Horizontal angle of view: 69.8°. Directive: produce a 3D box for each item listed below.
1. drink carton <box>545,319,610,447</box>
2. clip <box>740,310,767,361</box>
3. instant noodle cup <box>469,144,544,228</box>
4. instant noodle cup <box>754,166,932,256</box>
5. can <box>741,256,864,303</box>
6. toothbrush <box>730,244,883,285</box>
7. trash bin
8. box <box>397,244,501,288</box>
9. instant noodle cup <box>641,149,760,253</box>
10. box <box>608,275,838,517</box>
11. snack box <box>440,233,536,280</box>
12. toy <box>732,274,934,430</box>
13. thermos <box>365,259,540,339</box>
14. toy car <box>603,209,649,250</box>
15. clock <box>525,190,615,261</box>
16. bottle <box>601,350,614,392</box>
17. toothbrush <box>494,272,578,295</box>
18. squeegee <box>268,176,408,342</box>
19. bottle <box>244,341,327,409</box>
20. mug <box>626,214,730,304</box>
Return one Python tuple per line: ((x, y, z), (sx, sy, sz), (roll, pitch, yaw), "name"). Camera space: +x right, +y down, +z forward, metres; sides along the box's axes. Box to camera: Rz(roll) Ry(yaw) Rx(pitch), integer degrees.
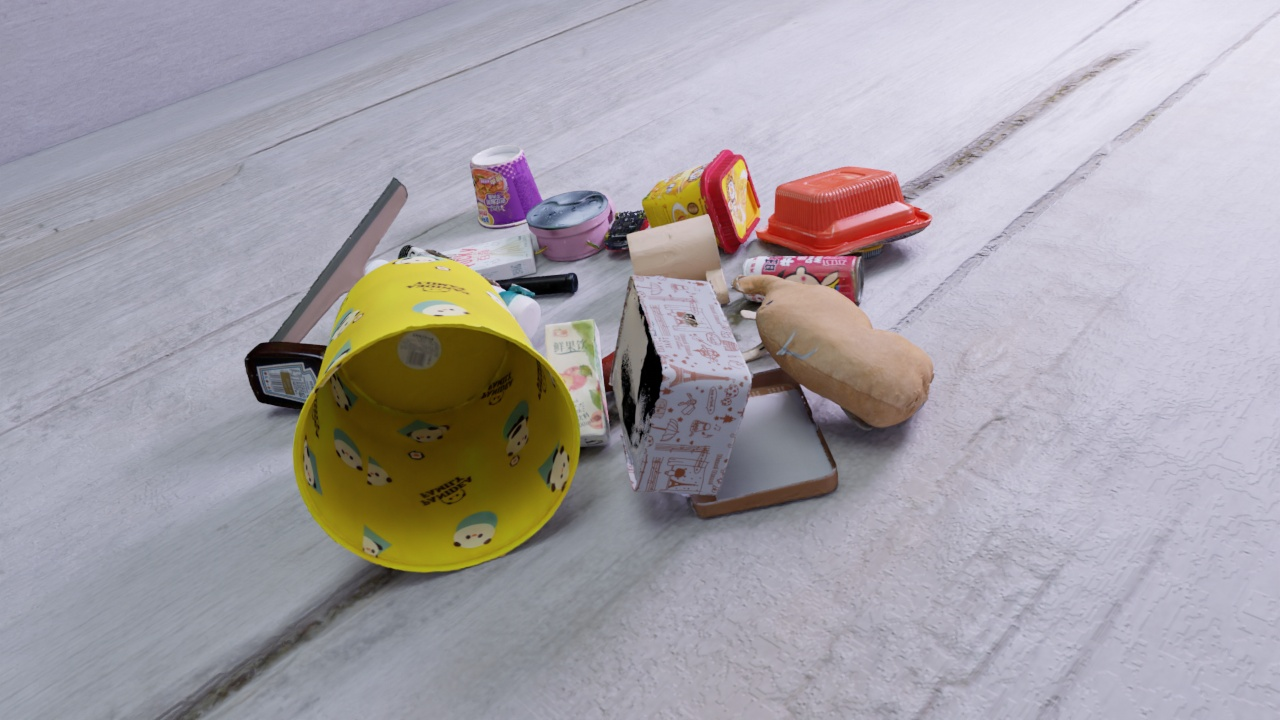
((-0.063, 0.024, 0.912), (0.053, 0.045, 0.122), (-8, 69, 5), "drink carton")
((0.153, -0.027, 0.979), (0.097, 0.062, 0.034), (-7, 33, -10), "clip")
((-0.211, -0.271, 1.414), (0.111, 0.099, 0.111), (-10, 33, 6), "instant noodle cup")
((0.244, -0.189, 1.141), (0.164, 0.079, 0.189), (-19, 21, -17), "instant noodle cup")
((0.185, -0.093, 1.051), (0.133, 0.053, 0.053), (2, 35, 21), "can")
((0.203, -0.114, 1.117), (0.191, 0.018, 0.016), (-15, 29, 0), "toothbrush")
((-0.194, 0.026, 0.852), (0.229, 0.230, 0.255), (-18, 28, -9), "trash bin")
((-0.244, -0.096, 1.189), (0.163, 0.075, 0.080), (25, 21, 29), "box")
((0.078, -0.204, 1.214), (0.124, 0.116, 0.115), (-5, 32, 32), "instant noodle cup")
((0.083, 0.035, 0.828), (0.192, 0.157, 0.182), (3, 33, -12), "box")
((-0.225, -0.133, 1.274), (0.157, 0.027, 0.084), (-12, 33, -2), "snack box")
((0.170, -0.024, 0.865), (0.226, 0.083, 0.143), (39, 28, 21), "toy")
((-0.225, -0.070, 1.094), (0.224, 0.073, 0.073), (14, 40, 22), "thermos")
((-0.018, -0.177, 1.266), (0.049, 0.031, 0.106), (-2, 33, 16), "toy car")
((-0.094, -0.198, 1.300), (0.117, 0.060, 0.158), (-5, 35, 12), "clock")
((-0.006, 0.006, 0.962), (0.206, 0.060, 0.059), (-20, 33, -1), "bottle")
((-0.185, -0.093, 1.202), (0.213, 0.026, 0.027), (-4, -1, 16), "toothbrush")
((-0.261, -0.038, 1.053), (0.249, 0.040, 0.247), (37, 89, 12), "squeegee")
((-0.343, 0.022, 1.028), (0.195, 0.080, 0.043), (5, 33, 13), "bottle")
((0.045, -0.110, 1.114), (0.103, 0.084, 0.124), (-12, 59, 2), "mug")
